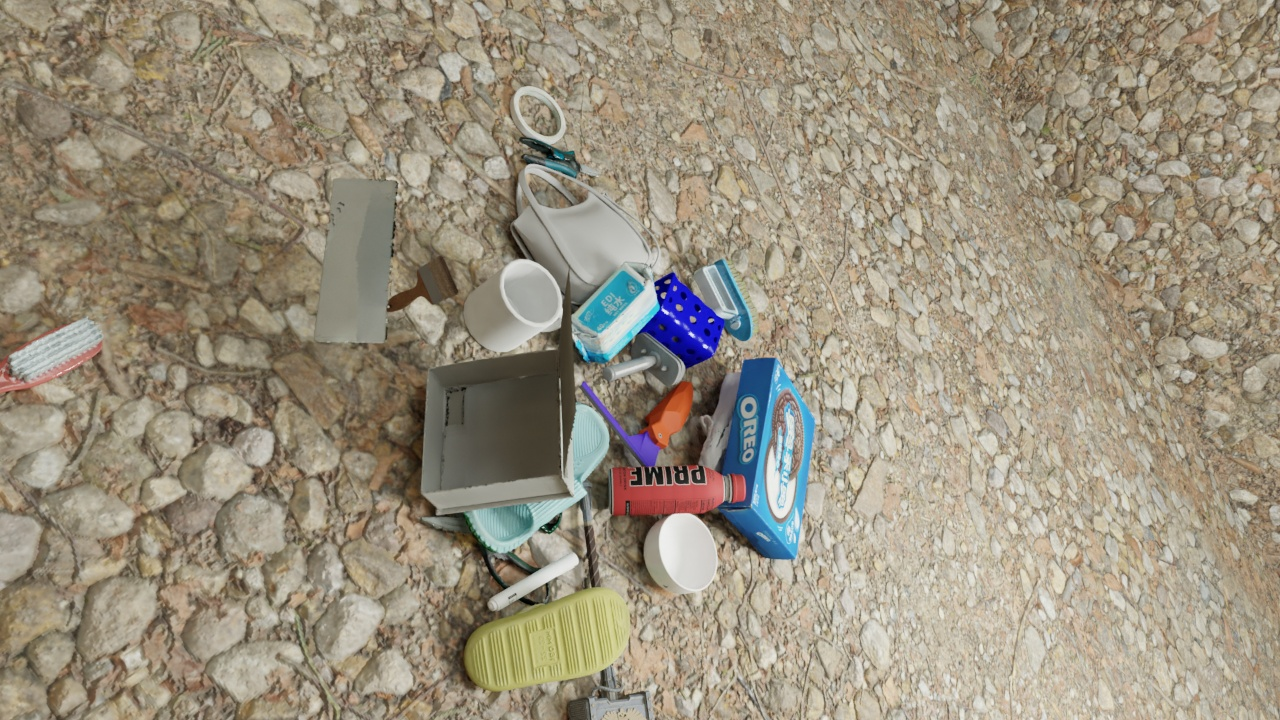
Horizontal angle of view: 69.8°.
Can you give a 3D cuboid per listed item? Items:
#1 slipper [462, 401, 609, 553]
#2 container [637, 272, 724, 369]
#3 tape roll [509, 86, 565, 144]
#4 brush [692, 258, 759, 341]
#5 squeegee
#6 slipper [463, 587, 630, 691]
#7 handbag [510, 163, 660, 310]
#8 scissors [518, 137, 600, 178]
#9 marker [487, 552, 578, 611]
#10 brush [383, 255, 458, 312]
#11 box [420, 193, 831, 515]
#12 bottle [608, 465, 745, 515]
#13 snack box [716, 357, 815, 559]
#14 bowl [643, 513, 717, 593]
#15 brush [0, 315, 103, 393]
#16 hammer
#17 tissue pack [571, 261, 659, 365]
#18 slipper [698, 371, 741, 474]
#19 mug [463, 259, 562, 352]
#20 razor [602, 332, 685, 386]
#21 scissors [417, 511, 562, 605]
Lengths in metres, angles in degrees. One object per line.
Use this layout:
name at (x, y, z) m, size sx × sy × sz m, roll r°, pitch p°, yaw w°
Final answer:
slipper at (-0.113, 0.125, 1.116) m, size 0.116 × 0.070 × 0.275 m, roll 51°, pitch 40°, yaw 0°
container at (0.053, -0.055, 1.354) m, size 0.113 × 0.085 × 0.084 m, roll 40°, pitch 49°, yaw -23°
tape roll at (-0.153, -0.365, 1.369) m, size 0.093 × 0.013 × 0.093 m, roll 20°, pitch 57°, yaw -34°
brush at (0.139, -0.092, 1.470) m, size 0.075 × 0.056 × 0.136 m, roll -25°, pitch 88°, yaw -51°
squeegee at (0.037, 0.081, 1.295) m, size 0.249 × 0.055 × 0.184 m, roll 52°, pitch 35°, yaw -12°
slipper at (-0.106, 0.316, 1.037) m, size 0.190 × 0.082 × 0.091 m, roll -12°, pitch 84°, yaw -18°
handbag at (-0.093, -0.190, 1.314) m, size 0.215 × 0.096 × 0.222 m, roll -25°, pitch 75°, yaw -47°
scissors at (-0.120, -0.303, 1.365) m, size 0.139 × 0.019 × 0.128 m, roll 51°, pitch 45°, yaw -14°
marker at (-0.124, 0.259, 1.068) m, size 0.133 × 0.017 × 0.020 m, roll -22°, pitch 124°, yaw -45°
brush at (-0.256, -0.078, 1.041) m, size 0.008 × 0.143 × 0.045 m, roll -28°, pitch 98°, yaw -45°
box at (-0.042, 0.011, 0.927) m, size 0.148 × 0.508 × 0.166 m, roll 22°, pitch 51°, yaw -39°
bottle at (0.047, 0.168, 1.192) m, size 0.176 × 0.062 × 0.062 m, roll -1°, pitch 66°, yaw -3°
snack box at (0.188, 0.145, 1.334) m, size 0.195 × 0.056 × 0.238 m, roll 49°, pitch 45°, yaw -47°
bowl at (0.047, 0.259, 1.218) m, size 0.104 × 0.054 × 0.104 m, roll 22°, pitch 55°, yaw -34°
brush at (-0.554, 0.012, 0.808) m, size 0.041 × 0.030 × 0.171 m, roll 53°, pitch 45°, yaw -8°
hammer at (-0.052, 0.297, 1.121) m, size 0.098 × 0.044 × 0.321 m, roll 10°, pitch 61°, yaw -39°
tissue pack at (-0.036, -0.064, 1.240) m, size 0.062 × 0.093 × 0.144 m, roll 39°, pitch 78°, yaw 19°
slipper at (0.130, 0.101, 1.355) m, size 0.112 × 0.075 × 0.246 m, roll 51°, pitch 41°, yaw -26°
mug at (-0.150, -0.064, 1.169) m, size 0.121 × 0.090 × 0.091 m, roll 21°, pitch 57°, yaw -34°
razor at (-0.008, 0.007, 1.271) m, size 0.088 × 0.047 × 0.116 m, roll 39°, pitch 35°, yaw 27°
scissors at (-0.171, 0.219, 1.066) m, size 0.209 × 0.015 × 0.154 m, roll 12°, pitch 64°, yaw -39°
